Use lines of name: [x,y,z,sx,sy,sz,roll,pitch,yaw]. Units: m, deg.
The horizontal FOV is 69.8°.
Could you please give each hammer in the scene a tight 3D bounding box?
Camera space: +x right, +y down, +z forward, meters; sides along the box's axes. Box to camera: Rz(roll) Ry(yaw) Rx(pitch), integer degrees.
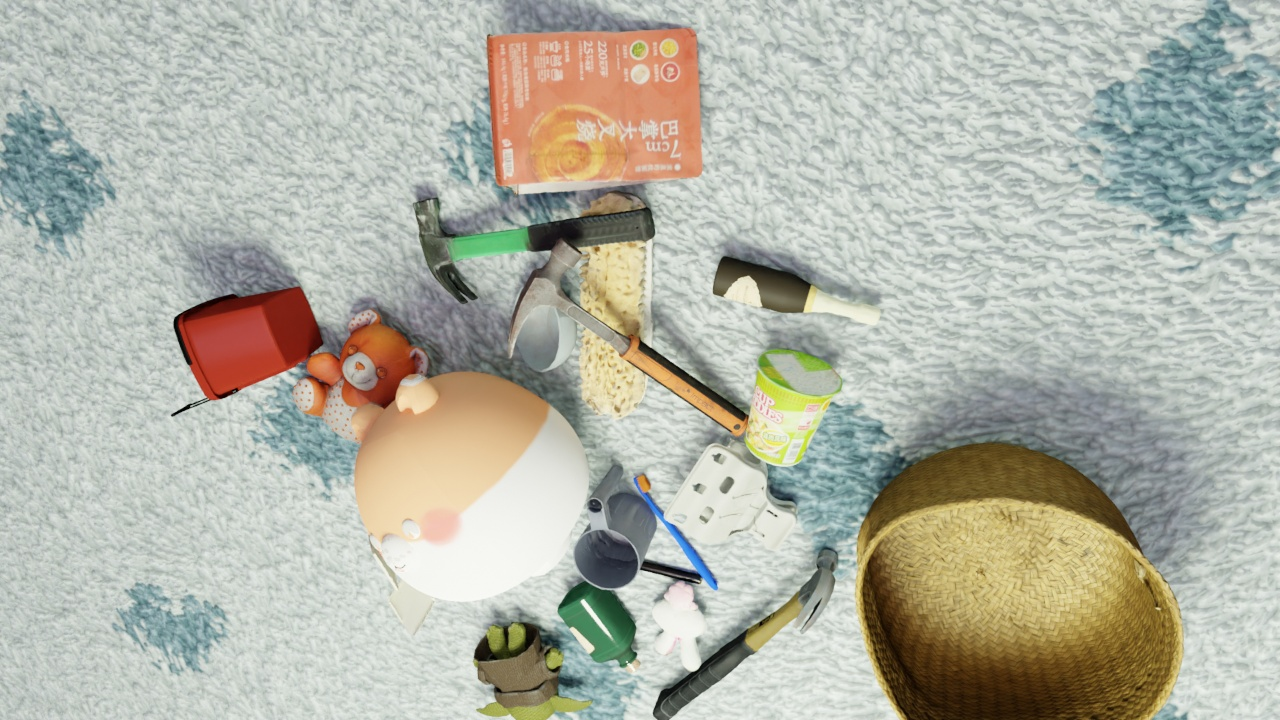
hammer: [-0.006,0.006,1.039,0.314,0.035,0.138,34,101,-22]
hammer: [0.124,0.366,1.157,0.025,0.117,0.334,41,119,-2]
hammer: [-0.126,-0.137,1.045,0.319,0.032,0.130,-2,105,32]

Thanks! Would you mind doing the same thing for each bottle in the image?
bottle: [0.174,-0.072,1.020,0.184,0.045,0.045,16,111,10]
bottle: [-0.046,0.358,1.218,0.061,0.061,0.131,-33,97,25]

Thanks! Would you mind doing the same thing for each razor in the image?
razor: [0.010,0.272,1.197,0.144,0.022,0.043,8,135,8]

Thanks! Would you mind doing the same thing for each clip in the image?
clip: [0.119,0.166,1.121,0.152,0.095,0.126,23,116,-16]

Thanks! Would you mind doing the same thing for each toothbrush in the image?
toothbrush: [0.048,0.220,1.170,0.018,0.016,0.182,-34,96,17]

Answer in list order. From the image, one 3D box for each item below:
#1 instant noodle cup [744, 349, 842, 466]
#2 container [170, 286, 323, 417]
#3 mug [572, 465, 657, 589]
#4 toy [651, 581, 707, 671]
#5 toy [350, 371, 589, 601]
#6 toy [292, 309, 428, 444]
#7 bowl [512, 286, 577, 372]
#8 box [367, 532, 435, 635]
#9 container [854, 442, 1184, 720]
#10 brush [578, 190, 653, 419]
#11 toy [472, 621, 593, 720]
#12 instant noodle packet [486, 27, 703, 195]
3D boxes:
instant noodle cup: [0.166,0.057,1.045,0.099,0.098,0.108,19,120,9]
container: [-0.532,-0.016,1.180,0.201,0.148,0.127,-15,105,10]
mug: [-0.032,0.204,1.138,0.084,0.103,0.124,-7,106,18]
toy: [0.051,0.342,1.195,0.079,0.037,0.123,17,115,32]
toy: [-0.206,0.141,1.071,0.264,0.264,0.281,-26,111,44]
toy: [-0.351,0.032,1.175,0.164,0.092,0.173,35,111,8]
bowl: [-0.109,-0.041,1.096,0.106,0.039,0.106,17,111,49]
box: [-0.289,0.250,1.181,0.050,0.183,0.143,-21,109,19]
container: [0.389,0.243,0.988,0.307,0.196,0.307,5,109,16]
brush: [-0.028,-0.062,1.073,0.083,0.056,0.271,7,110,12]
toy: [-0.164,0.430,1.266,0.180,0.078,0.153,-12,112,20]
instant noodle packet: [-0.046,-0.271,0.989,0.221,0.084,0.164,-3,90,8]
